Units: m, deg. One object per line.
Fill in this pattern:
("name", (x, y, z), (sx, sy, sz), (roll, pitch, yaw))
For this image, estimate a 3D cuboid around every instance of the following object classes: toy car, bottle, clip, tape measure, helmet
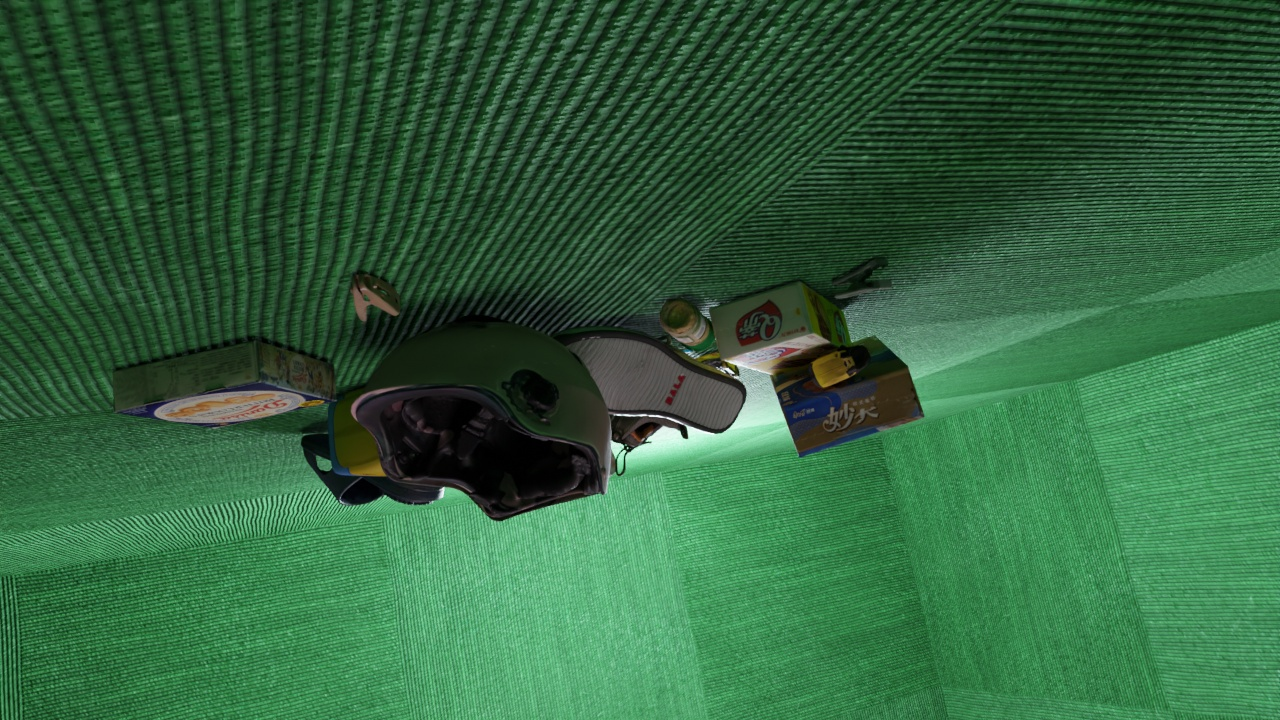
("toy car", (0.109, 0.010, 1.313), (0.049, 0.030, 0.107), (-16, 161, 17))
("bottle", (0.051, -0.038, 0.989), (0.043, 0.043, 0.111), (-14, 168, 14))
("clip", (-0.217, -0.050, 0.719), (0.040, 0.024, 0.060), (-16, 158, 12))
("clip", (0.234, -0.076, 0.971), (0.023, 0.049, 0.078), (-3, 160, -29))
("tape measure", (0.224, 0.005, 1.052), (0.064, 0.037, 0.065), (-25, 177, 32))
("helmet", (-0.144, 0.045, 0.896), (0.255, 0.152, 0.231), (27, 149, -27))

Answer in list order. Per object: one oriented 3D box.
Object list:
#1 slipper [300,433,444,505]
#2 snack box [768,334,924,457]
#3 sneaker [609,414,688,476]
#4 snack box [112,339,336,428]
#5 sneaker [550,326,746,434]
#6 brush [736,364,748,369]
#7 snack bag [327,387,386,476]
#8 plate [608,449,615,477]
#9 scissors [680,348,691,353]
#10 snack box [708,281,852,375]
("slipper", (-0.372, 0.163, 1.237), (0.264, 0.082, 0.101), (17, -174, 36))
("snack box", (0.252, 0.040, 1.158), (0.155, 0.069, 0.202), (-18, -170, 7))
("sneaker", (-0.026, 0.090, 1.285), (0.238, 0.143, 0.101), (-13, 170, 31))
("snack box", (-0.389, 0.025, 0.874), (0.144, 0.042, 0.145), (-12, 168, 8))
("sneaker", (-0.006, 0.006, 1.060), (0.262, 0.097, 0.129), (16, -168, -33))
("brush", (0.100, 0.010, 1.361), (0.217, 0.012, 0.033), (-6, 168, -16))
("snack bag", (-0.247, 0.077, 1.098), (0.206, 0.102, 0.158), (-14, 167, 32))
("plate", (-0.132, 0.117, 1.295), (0.187, 0.016, 0.187), (11, -161, -18))
("scissors", (0.014, -0.007, 1.183), (0.140, 0.013, 0.114), (-9, 172, 2))
("snack box", (0.171, -0.032, 1.082), (0.110, 0.061, 0.230), (-16, 169, 22))
